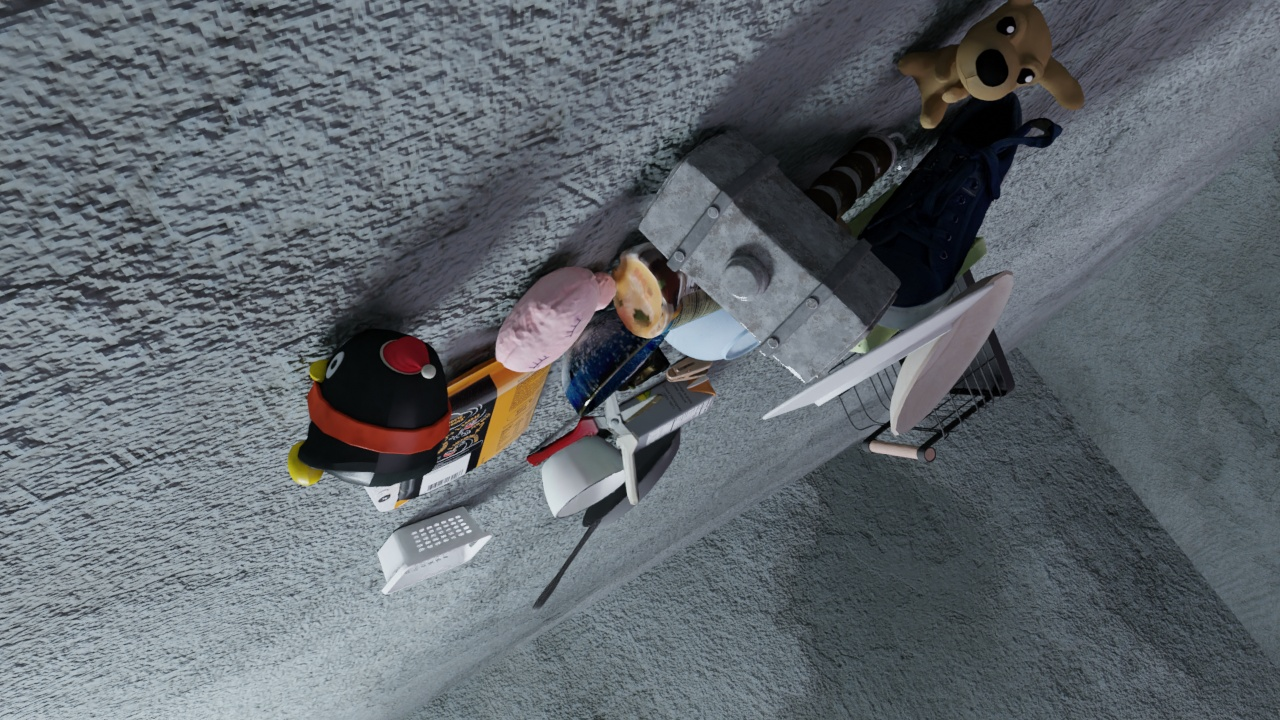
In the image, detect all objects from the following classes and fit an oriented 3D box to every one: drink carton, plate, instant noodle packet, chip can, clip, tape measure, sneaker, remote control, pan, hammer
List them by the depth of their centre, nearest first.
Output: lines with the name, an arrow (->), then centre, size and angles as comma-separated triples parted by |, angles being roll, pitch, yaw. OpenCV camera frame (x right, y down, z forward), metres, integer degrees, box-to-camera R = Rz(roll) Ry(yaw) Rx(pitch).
plate -> 0.193, 0.000, 0.741 | 0.208, 0.015, 0.209 | -29, 172, -5
hammer -> 0.151, -0.131, 0.744 | 0.325, 0.177, 0.080 | -43, 175, -45
chip can -> 0.084, -0.090, 0.799 | 0.228, 0.080, 0.080 | -24, 161, -33
instant noodle packet -> -0.151, 0.056, 0.841 | 0.159, 0.032, 0.221 | -31, 164, -29
sneaker -> 0.286, -0.154, 0.846 | 0.293, 0.121, 0.127 | -52, 161, -28
remote control -> -0.243, 0.118, 0.887 | 0.043, 0.013, 0.137 | -28, 162, -17
plate -> 0.293, -0.012, 0.889 | 0.188, 0.027, 0.189 | -38, 151, -26
tape measure -> -0.006, 0.006, 0.962 | 0.062, 0.038, 0.067 | -34, 164, 4
clip -> 0.059, 0.011, 1.124 | 0.060, 0.024, 0.041 | -22, 160, -4
drink carton -> 0.029, 0.062, 1.164 | 0.124, 0.048, 0.076 | -28, 162, -15
pan -> -0.036, 0.196, 1.206 | 0.217, 0.024, 0.353 | -39, -171, 51

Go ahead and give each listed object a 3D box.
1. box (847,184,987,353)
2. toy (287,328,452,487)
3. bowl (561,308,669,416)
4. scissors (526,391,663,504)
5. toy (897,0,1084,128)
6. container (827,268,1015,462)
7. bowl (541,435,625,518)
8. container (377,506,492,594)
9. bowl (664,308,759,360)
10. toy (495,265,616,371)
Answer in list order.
box -> 0.238, -0.084, 0.906 | 0.187, 0.130, 0.064 | -40, 156, -24
toy -> -0.177, 0.026, 0.626 | 0.097, 0.099, 0.119 | -97, -154, -63
bowl -> -0.033, -0.010, 0.817 | 0.114, 0.061, 0.114 | -46, 174, -7
scissors -> -0.036, 0.101, 1.063 | 0.199, 0.179, 0.015 | -26, -151, 26
toy -> 0.266, -0.235, 0.716 | 0.108, 0.134, 0.105 | -13, -156, 42
container -> 0.290, -0.024, 1.044 | 0.130, 0.241, 0.163 | -31, -167, -21
bowl -> -0.074, 0.144, 1.172 | 0.116, 0.065, 0.116 | -30, 163, -10
container -> -0.251, 0.223, 1.097 | 0.129, 0.049, 0.081 | -15, 155, -46
bowl -> 0.092, -0.049, 0.925 | 0.150, 0.074, 0.151 | -29, 163, -10
toy -> -0.063, -0.037, 0.730 | 0.109, 0.053, 0.104 | -47, 173, 34
